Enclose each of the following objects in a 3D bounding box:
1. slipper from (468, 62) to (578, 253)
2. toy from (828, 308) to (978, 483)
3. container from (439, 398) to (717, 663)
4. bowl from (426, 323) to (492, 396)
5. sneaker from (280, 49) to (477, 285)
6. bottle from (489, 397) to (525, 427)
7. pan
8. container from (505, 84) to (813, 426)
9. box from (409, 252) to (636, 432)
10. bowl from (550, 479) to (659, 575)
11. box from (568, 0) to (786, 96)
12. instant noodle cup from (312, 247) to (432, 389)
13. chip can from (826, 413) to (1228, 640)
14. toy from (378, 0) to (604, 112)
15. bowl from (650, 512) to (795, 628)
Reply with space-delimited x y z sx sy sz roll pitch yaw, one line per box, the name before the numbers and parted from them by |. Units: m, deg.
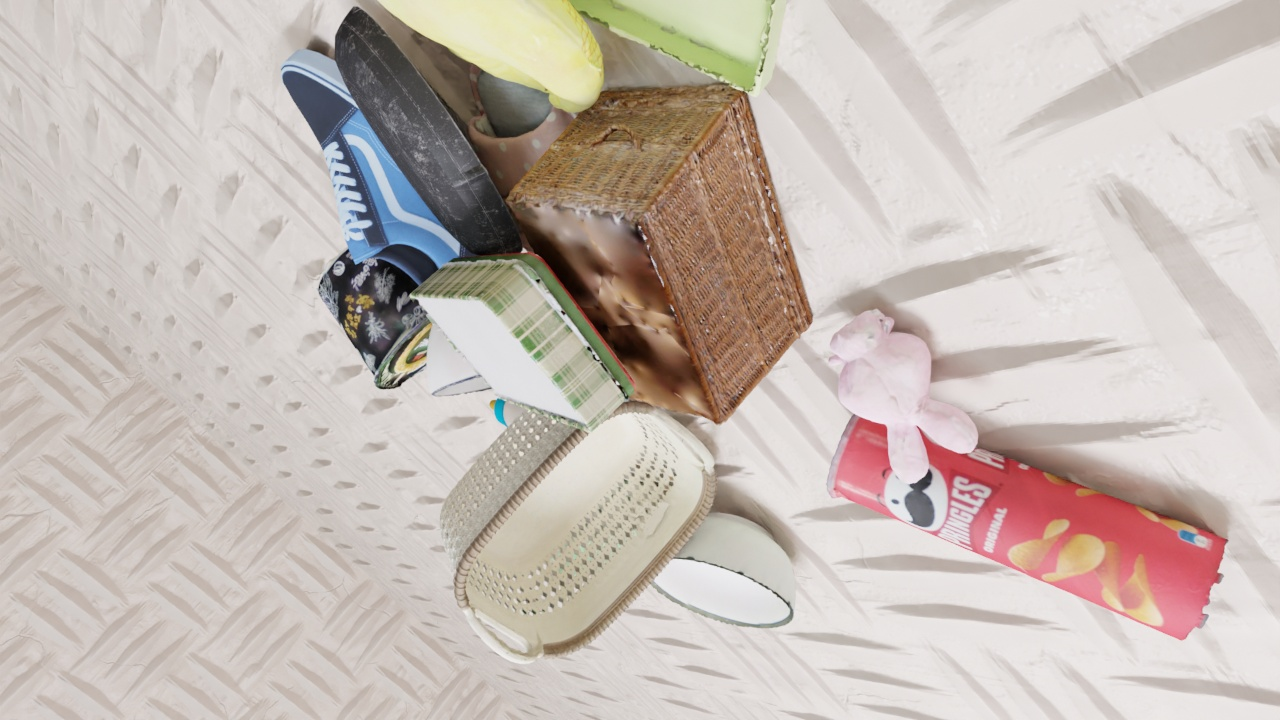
slipper | -0.048 -0.098 0.675 0.114 0.054 0.274 9 139 43
toy | 0.164 0.021 0.586 0.064 0.047 0.110 -34 80 27
container | -0.064 0.134 0.832 0.184 0.246 0.143 47 175 -37
bowl | -0.138 -0.012 0.826 0.117 0.116 0.065 -24 79 59
sneaker | -0.226 -0.143 0.772 0.241 0.098 0.084 50 149 -18
bottle | -0.114 0.056 0.977 0.146 0.051 0.051 9 139 43
pan | -0.126 -0.099 0.708 0.207 0.040 0.357 41 164 53
container | 0.017 -0.064 0.588 0.114 0.112 0.198 14 144 38
box | -0.087 -0.017 0.634 0.117 0.049 0.206 51 164 -19
bowl | -0.033 0.174 0.990 0.151 0.150 0.077 111 148 -61
box | -0.012 -0.219 0.471 0.188 0.044 0.141 30 171 18
instant noodle cup | -0.234 -0.057 0.885 0.112 0.137 0.138 47 152 7
chip can | 0.245 0.101 0.601 0.233 0.073 0.073 21 147 29
toy | -0.094 -0.202 0.518 0.170 0.064 0.155 33 175 15
bowl | 0.084 0.202 0.913 0.153 0.072 0.154 16 149 9
